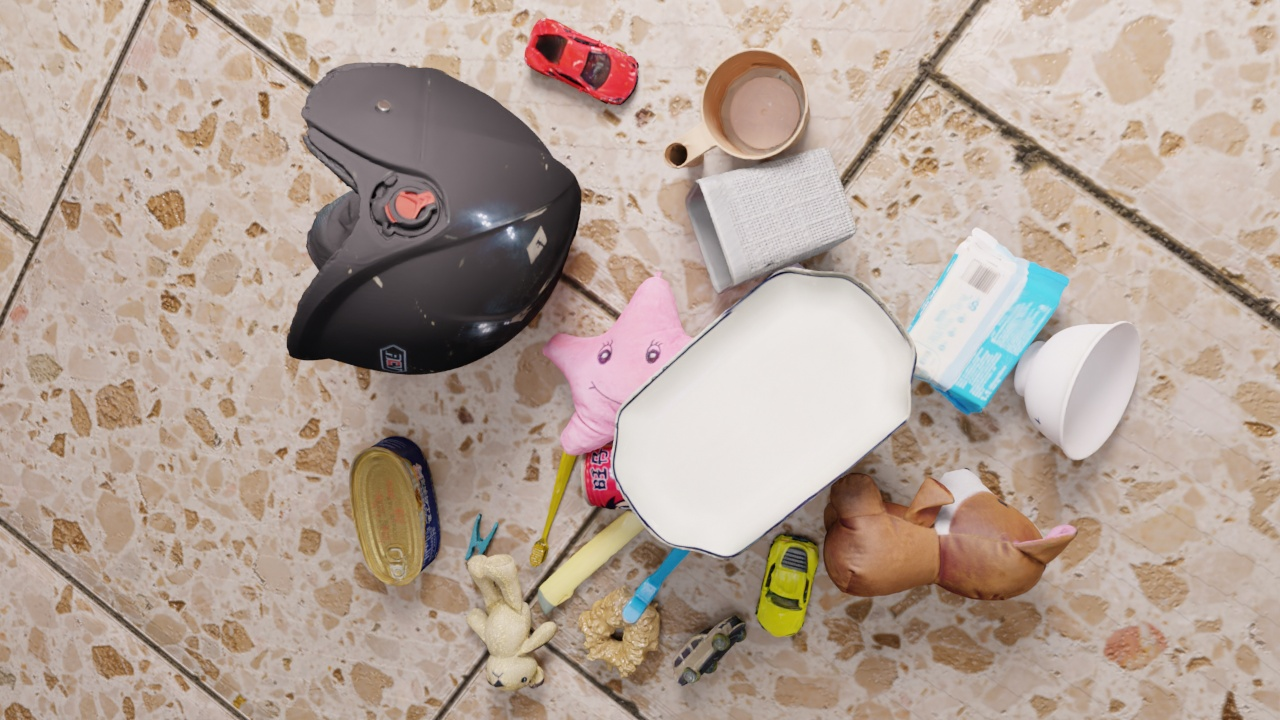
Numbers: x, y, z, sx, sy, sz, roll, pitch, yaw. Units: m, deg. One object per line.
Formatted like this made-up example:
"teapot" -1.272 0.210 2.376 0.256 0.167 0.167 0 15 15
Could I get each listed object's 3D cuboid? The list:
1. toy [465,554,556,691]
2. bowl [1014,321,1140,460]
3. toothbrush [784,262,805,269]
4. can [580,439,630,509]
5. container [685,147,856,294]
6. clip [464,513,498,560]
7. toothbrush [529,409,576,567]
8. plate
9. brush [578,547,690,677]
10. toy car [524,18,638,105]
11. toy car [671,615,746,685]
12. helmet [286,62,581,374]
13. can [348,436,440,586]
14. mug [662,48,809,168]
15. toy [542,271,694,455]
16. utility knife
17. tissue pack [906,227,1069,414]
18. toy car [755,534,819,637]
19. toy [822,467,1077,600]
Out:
"toy" -0.140 0.267 0.934 0.105 0.066 0.157 -3 107 19
"bowl" 0.352 0.016 0.761 0.065 0.118 0.118 26 110 46
"toothbrush" 0.130 -0.084 0.824 0.189 0.029 0.021 41 67 4
"can" -0.004 0.107 0.869 0.094 0.066 0.066 -4 101 14
"container" 0.109 -0.118 0.770 0.114 0.090 0.090 -19 90 -5
"clip" -0.166 0.187 0.952 0.040 0.014 0.056 23 106 8
"toothbrush" -0.080 0.122 0.916 0.016 0.016 0.190 20 105 8
"plate" 0.098 0.044 0.751 0.266 0.034 0.162 -42 74 11
"brush" 0.021 0.210 0.891 0.083 0.045 0.255 37 113 7
"toy car" -0.053 -0.267 0.822 0.106 0.031 0.049 27 107 4
"toy car" 0.068 0.282 0.901 0.035 0.042 0.091 49 115 23
"helmet" -0.179 -0.102 0.771 0.230 0.234 0.274 23 65 -8
"can" -0.252 0.154 0.946 0.075 0.049 0.148 -6 100 14
"mug" 0.082 -0.198 0.766 0.125 0.103 0.084 -31 93 17
"toy" -0.005 0.005 0.844 0.195 0.074 0.178 6 82 22
"utility knife" -0.032 0.185 0.917 0.207 0.021 0.031 -42 94 20
"tissue pack" 0.282 -0.031 0.775 0.090 0.063 0.140 32 105 7
"toy car" 0.140 0.219 0.878 0.048 0.032 0.105 12 106 10
"toy" 0.260 0.153 0.798 0.200 0.140 0.130 9 67 9
